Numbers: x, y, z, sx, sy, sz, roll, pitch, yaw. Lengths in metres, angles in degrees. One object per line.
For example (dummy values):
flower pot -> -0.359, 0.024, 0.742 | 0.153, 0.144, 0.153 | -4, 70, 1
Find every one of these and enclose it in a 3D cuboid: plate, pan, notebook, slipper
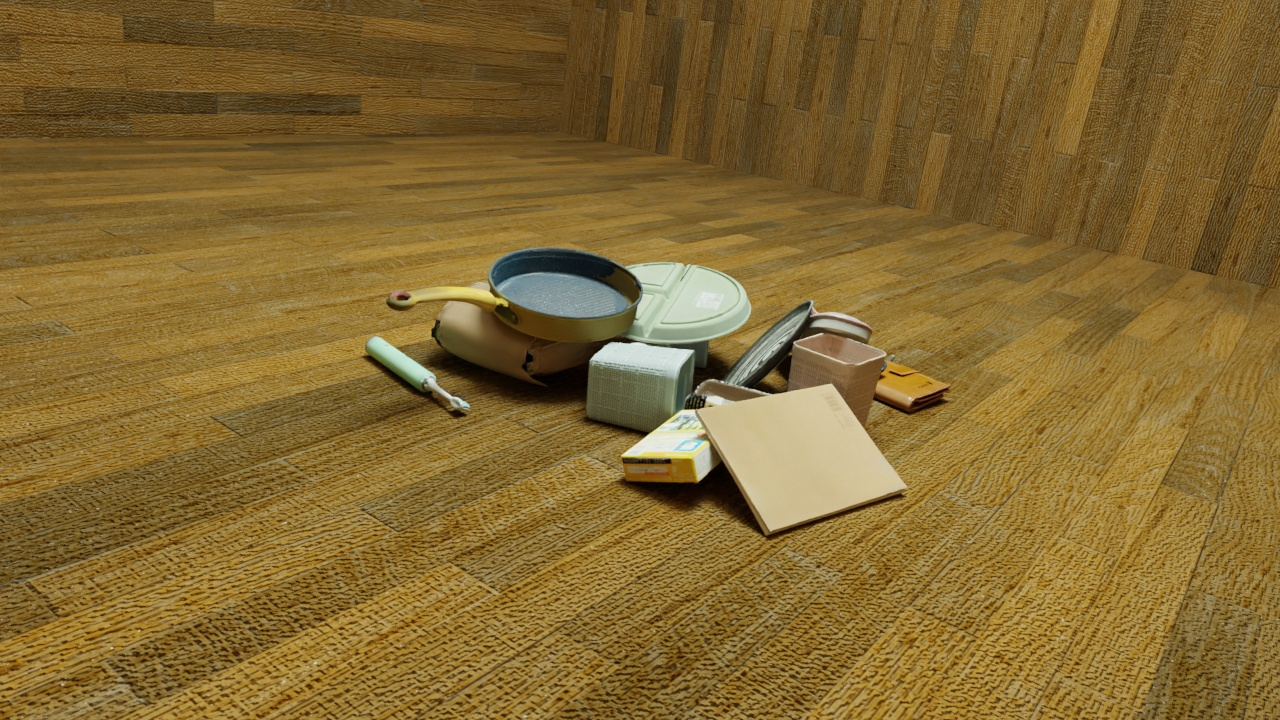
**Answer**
plate -> 0.163, -0.007, 1.187 | 0.024, 0.180, 0.179 | 45, 22, -3
pan -> -0.149, -0.081, 1.112 | 0.198, 0.078, 0.356 | 32, 37, 34
notebook -> 0.173, 0.096, 0.974 | 0.211, 0.012, 0.149 | -8, 56, -37
plate -> 0.039, -0.086, 1.271 | 0.230, 0.027, 0.229 | 0, 30, 0
slipper -> 0.257, -0.041, 1.281 | 0.114, 0.054, 0.274 | 16, -7, 1

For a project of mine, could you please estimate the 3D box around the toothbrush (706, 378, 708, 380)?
toothbrush -> 0.070, 0.062, 1.139 | 0.014, 0.018, 0.188 | 2, 19, 14

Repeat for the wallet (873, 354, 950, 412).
wallet -> 0.362, 0.031, 1.313 | 0.118, 0.035, 0.131 | -19, 31, -38

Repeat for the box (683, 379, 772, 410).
box -> 0.135, 0.060, 1.073 | 0.162, 0.075, 0.085 | 13, 47, 14

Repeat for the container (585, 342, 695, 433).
container -> -0.001, 0.031, 1.098 | 0.111, 0.090, 0.089 | 10, 19, 15

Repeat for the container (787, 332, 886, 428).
container -> 0.234, 0.036, 1.127 | 0.090, 0.111, 0.089 | 23, 25, 37

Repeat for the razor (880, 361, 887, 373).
razor -> 0.300, 0.036, 1.252 | 0.043, 0.022, 0.142 | 7, 30, 41

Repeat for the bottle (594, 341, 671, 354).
bottle -> -0.007, 0.007, 1.192 | 0.108, 0.063, 0.063 | 0, 21, -22

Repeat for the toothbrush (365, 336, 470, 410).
toothbrush -> -0.276, 0.016, 1.124 | 0.225, 0.026, 0.027 | 26, 5, 43

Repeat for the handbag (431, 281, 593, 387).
handbag -> -0.165, -0.032, 1.205 | 0.205, 0.100, 0.147 | 19, 30, 28

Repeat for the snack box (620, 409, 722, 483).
snack box -> 0.052, 0.089, 0.981 | 0.087, 0.034, 0.140 | -4, 18, 32

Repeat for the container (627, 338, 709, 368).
container -> 0.041, -0.047, 1.325 | 0.114, 0.090, 0.090 | 5, 19, 0
